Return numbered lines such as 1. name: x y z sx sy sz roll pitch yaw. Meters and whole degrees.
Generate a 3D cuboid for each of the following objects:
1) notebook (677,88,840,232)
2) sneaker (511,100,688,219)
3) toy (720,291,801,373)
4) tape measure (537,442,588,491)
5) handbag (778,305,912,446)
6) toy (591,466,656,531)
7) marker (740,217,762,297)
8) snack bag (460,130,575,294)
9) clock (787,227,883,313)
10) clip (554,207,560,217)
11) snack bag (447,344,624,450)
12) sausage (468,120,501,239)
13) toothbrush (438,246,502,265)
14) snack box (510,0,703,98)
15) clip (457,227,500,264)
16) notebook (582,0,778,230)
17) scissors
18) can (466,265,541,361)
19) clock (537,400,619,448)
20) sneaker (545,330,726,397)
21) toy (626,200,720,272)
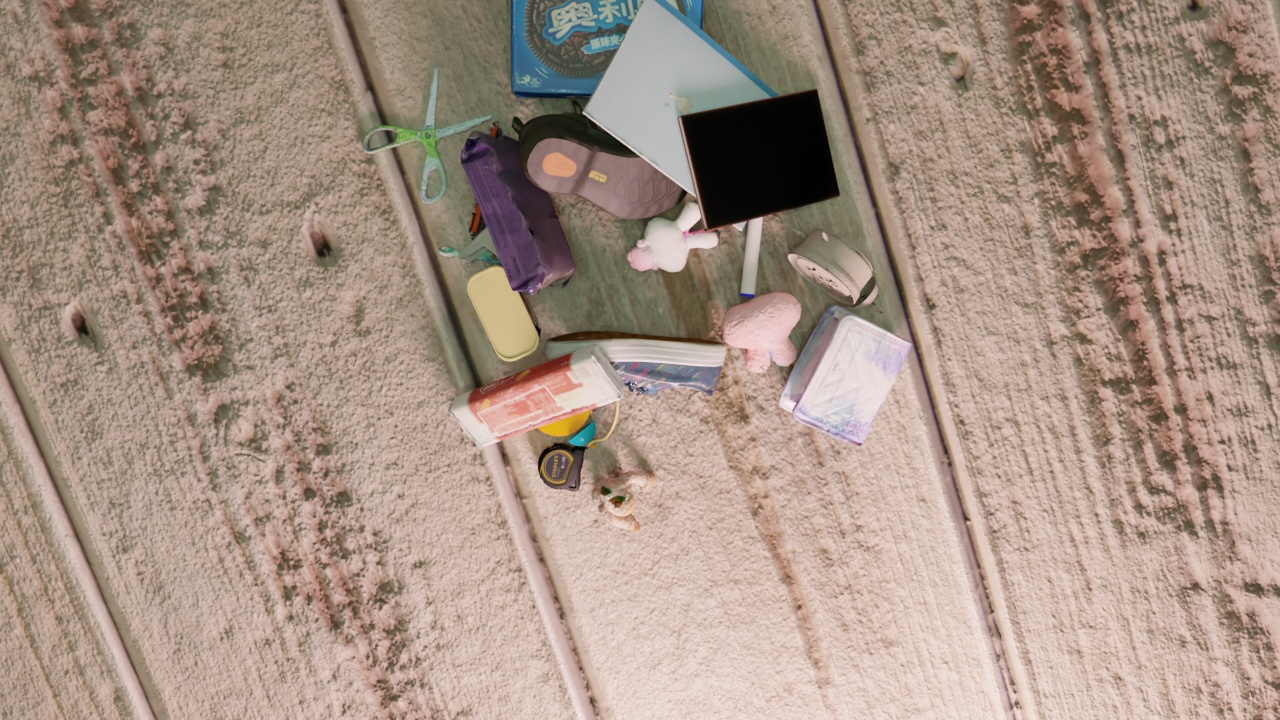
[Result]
1. notebook: 0.153 -0.253 1.150 0.208 0.008 0.141 -18 99 -25
2. sneaker: -0.059 -0.254 1.152 0.237 0.143 0.101 7 122 -34
3. toy: 0.163 -0.035 1.204 0.108 0.053 0.105 -18 109 0
4. tape measure: -0.106 0.140 1.225 0.061 0.034 0.062 11 96 -6
5. handbag: 0.271 0.021 1.209 0.126 0.069 0.158 24 97 -19
6. toy: -0.025 0.175 1.200 0.074 0.106 0.085 30 88 15
7. marker: 0.148 -0.154 1.202 0.020 0.020 0.141 5 97 -3
8. snack bag: -0.147 -0.184 1.128 0.059 0.096 0.205 -20 93 27
9. clock: 0.262 -0.113 1.177 0.157 0.103 0.061 39 87 -20
10. clip: -0.125 -0.175 1.191 0.026 0.059 0.052 34 55 -7
11. snack bag: -0.133 0.048 1.160 0.226 0.041 0.077 -19 122 26
12. sausage: -0.199 -0.231 1.180 0.020 0.020 0.155 11 97 -4
13. toothbrush: -0.196 -0.135 1.193 0.135 0.017 0.022 6 84 -3
14. snack box: -0.041 -0.427 1.140 0.239 0.056 0.195 1 99 -2
15. clip: -0.180 -0.150 1.183 0.055 0.045 0.101 42 83 6
16. notebook: 0.070 -0.302 1.120 0.253 0.009 0.181 32 78 -25
17. scissors: -0.270 -0.283 1.176 0.171 0.023 0.172 -14 93 2
18. can: -0.170 -0.063 1.166 0.056 0.092 0.116 -24 98 1
19. clock: -0.093 0.060 1.212 0.129 0.043 0.099 14 97 3
20. sneaker: -0.007 0.007 1.188 0.235 0.087 0.079 3 99 -9
21. toy: 0.040 -0.154 1.187 0.123 0.038 0.079 -28 120 3
